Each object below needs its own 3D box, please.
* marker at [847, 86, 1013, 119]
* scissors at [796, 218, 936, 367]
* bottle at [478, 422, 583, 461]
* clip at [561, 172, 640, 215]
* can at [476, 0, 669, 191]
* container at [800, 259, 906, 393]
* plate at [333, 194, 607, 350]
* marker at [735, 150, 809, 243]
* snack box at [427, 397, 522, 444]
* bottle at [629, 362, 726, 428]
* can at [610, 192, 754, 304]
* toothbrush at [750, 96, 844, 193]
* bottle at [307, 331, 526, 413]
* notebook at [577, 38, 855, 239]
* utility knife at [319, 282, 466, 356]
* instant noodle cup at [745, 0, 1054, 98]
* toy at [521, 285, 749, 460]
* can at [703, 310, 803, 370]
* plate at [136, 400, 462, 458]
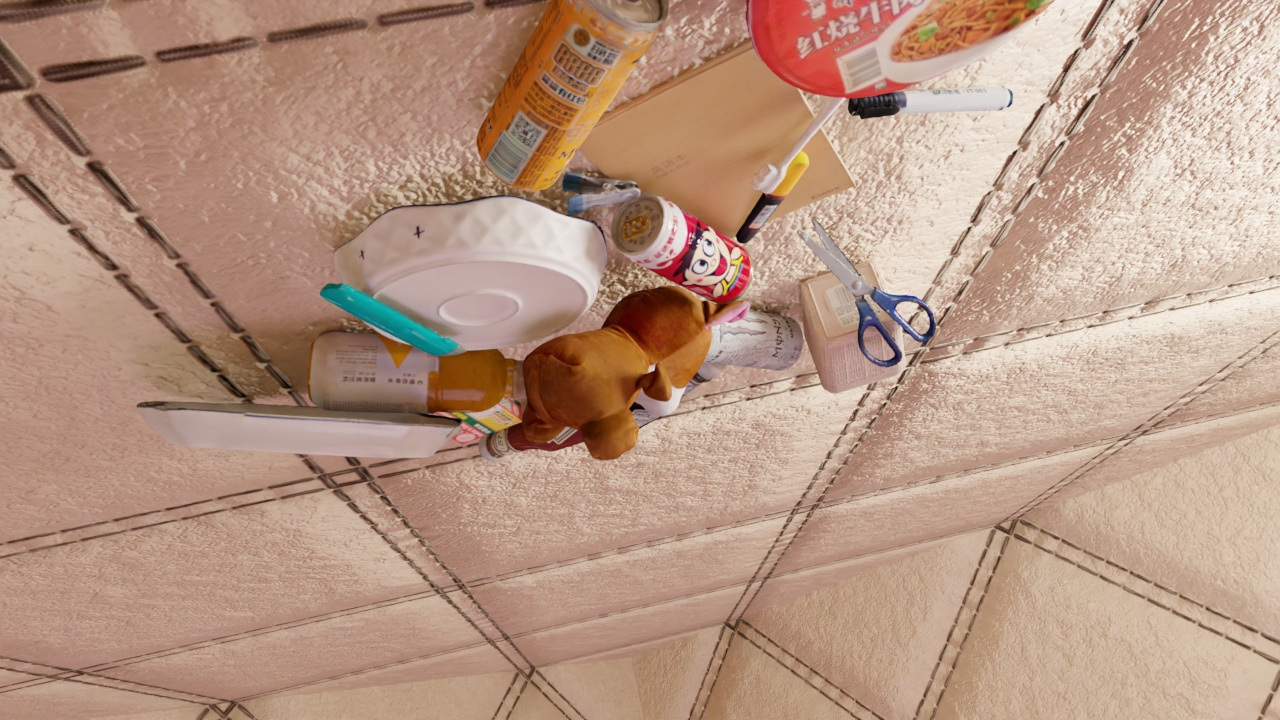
[{"bbox_3d":[0.212,-0.187,0.667,0.130,0.022,0.018,-6,149,-15],"label":"marker"},{"bbox_3d":[0.209,-0.069,0.828,0.125,0.012,0.174,-15,117,3],"label":"scissors"},{"bbox_3d":[-0.106,0.074,1.008,0.207,0.059,0.059,-21,157,41],"label":"bottle"},{"bbox_3d":[-0.028,-0.122,0.668,0.058,0.045,0.027,-6,158,-13],"label":"clip"},{"bbox_3d":[-0.044,-0.163,0.533,0.058,0.058,0.146,2,152,-33],"label":"can"},{"bbox_3d":[0.212,-0.035,0.922,0.090,0.089,0.111,-17,154,7],"label":"container"},{"bbox_3d":[-0.126,-0.058,0.707,0.205,0.045,0.205,-6,161,-2],"label":"plate"},{"bbox_3d":[0.101,-0.126,0.722,0.018,0.015,0.124,-3,158,-17],"label":"marker"},{"bbox_3d":[-0.190,0.036,0.913,0.077,0.027,0.156,-21,149,16],"label":"snack box"},{"bbox_3d":[0.012,0.039,1.028,0.195,0.044,0.079,-32,151,33],"label":"bottle"},{"bbox_3d":[0.035,-0.087,0.728,0.053,0.053,0.132,-28,152,28],"label":"can"},{"bbox_3d":[0.130,-0.179,0.621,0.016,0.016,0.181,4,143,-34],"label":"toothbrush"},{"bbox_3d":[-0.187,0.013,0.798,0.189,0.068,0.068,3,153,-13],"label":"bottle"},{"bbox_3d":[0.062,-0.148,0.684,0.150,0.012,0.211,-22,155,21],"label":"notebook"},{"bbox_3d":[-0.181,-0.028,0.683,0.029,0.012,0.151,-17,157,18],"label":"utility knife"},{"bbox_3d":[0.142,-0.227,0.485,0.194,0.065,0.194,-12,155,-6],"label":"instant noodle cup"},{"bbox_3d":[-0.005,0.005,0.791,0.140,0.199,0.130,10,132,41],"label":"toy"},{"bbox_3d":[0.095,-0.024,0.916,0.146,0.058,0.058,7,149,-38],"label":"can"},{"bbox_3d":[-0.291,0.060,0.801,0.265,0.034,0.162,4,179,-12],"label":"plate"}]
